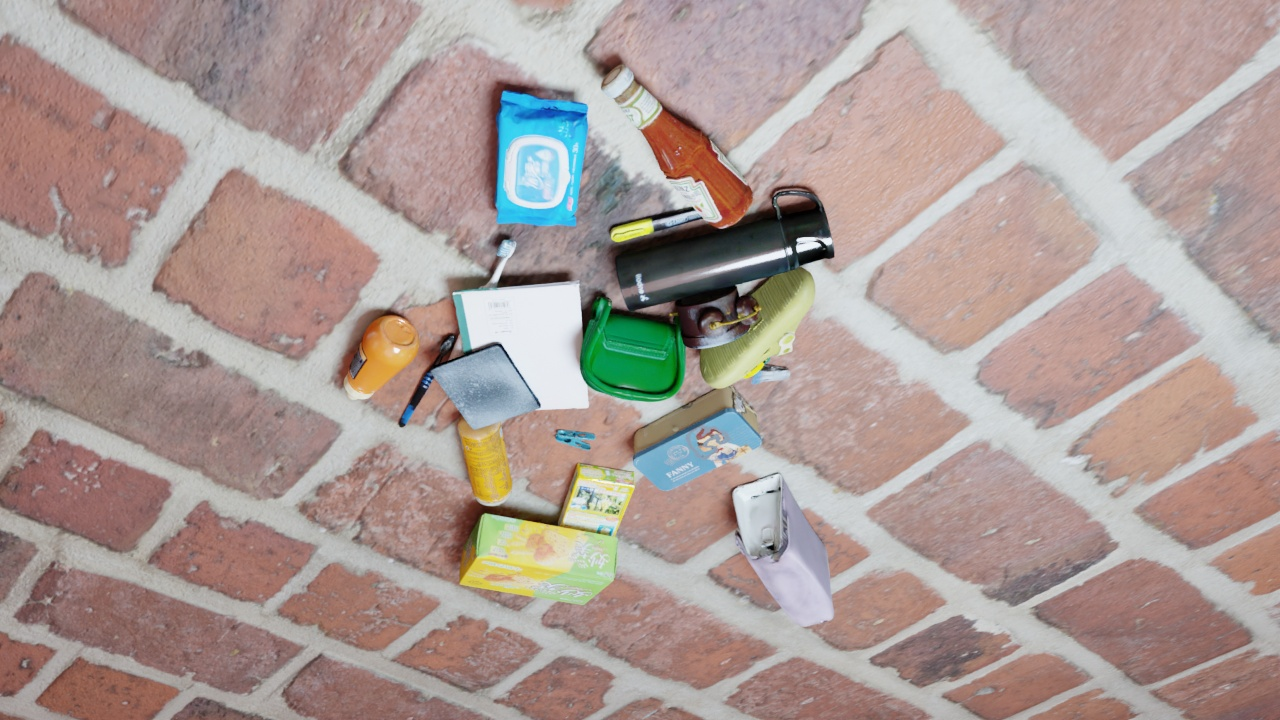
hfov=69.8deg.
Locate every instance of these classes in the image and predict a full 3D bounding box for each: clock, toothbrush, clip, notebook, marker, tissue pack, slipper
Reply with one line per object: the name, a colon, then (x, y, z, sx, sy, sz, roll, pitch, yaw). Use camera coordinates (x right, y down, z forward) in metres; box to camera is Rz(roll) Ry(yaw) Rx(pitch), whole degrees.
clock: (0.089, -0.051, 1.063, 0.082, 0.122, 0.055, -24, 108, -23)
toothbrush: (-0.283, 0.032, 1.202, 0.014, 0.016, 0.190, 27, 127, -15)
clip: (-0.092, 0.109, 1.282, 0.055, 0.013, 0.039, 14, 129, -16)
notebook: (-0.144, -0.010, 1.142, 0.150, 0.012, 0.209, -4, 134, -3)
marker: (0.026, -0.157, 1.046, 0.124, 0.015, 0.018, -13, 136, 7)
clip: (0.170, 0.017, 1.207, 0.058, 0.045, 0.027, 2, 130, -17)
tissue pack: (-0.107, -0.205, 0.971, 0.095, 0.052, 0.157, 5, 132, -7)
toothbrush: (-0.193, -0.061, 1.114, 0.026, 0.026, 0.222, 2, 136, -34)
slipper: (0.154, -0.030, 1.119, 0.081, 0.091, 0.191, 28, 122, -28)

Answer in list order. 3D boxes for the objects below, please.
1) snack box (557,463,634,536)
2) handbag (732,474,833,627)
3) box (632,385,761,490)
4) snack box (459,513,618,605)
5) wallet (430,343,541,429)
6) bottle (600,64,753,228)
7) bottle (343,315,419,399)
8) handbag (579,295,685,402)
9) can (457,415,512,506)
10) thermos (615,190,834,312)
snack box: (-0.067, 0.214, 1.366, 0.087, 0.033, 0.141, 10, 132, -11)
handbag: (0.213, 0.288, 1.369, 0.098, 0.144, 0.197, -24, 128, 15)
box: (0.071, 0.110, 1.260, 0.185, 0.059, 0.090, -32, 125, 22)
snack box: (-0.157, 0.304, 1.388, 0.210, 0.069, 0.158, 14, 149, -14)
wallet: (-0.194, 0.034, 1.161, 0.097, 0.019, 0.121, -19, 131, 10)
bottle: (0.038, -0.222, 0.958, 0.060, 0.059, 0.206, -33, 123, 25)
bottle: (-0.333, 0.005, 1.149, 0.066, 0.066, 0.150, 27, 133, -24)
handbag: (-0.007, -0.011, 1.120, 0.131, 0.068, 0.120, 9, 88, -8)
can: (-0.214, 0.135, 1.269, 0.058, 0.058, 0.146, -3, 132, 0)
thermos: (0.093, -0.128, 1.050, 0.243, 0.068, 0.090, -15, 102, 8)
